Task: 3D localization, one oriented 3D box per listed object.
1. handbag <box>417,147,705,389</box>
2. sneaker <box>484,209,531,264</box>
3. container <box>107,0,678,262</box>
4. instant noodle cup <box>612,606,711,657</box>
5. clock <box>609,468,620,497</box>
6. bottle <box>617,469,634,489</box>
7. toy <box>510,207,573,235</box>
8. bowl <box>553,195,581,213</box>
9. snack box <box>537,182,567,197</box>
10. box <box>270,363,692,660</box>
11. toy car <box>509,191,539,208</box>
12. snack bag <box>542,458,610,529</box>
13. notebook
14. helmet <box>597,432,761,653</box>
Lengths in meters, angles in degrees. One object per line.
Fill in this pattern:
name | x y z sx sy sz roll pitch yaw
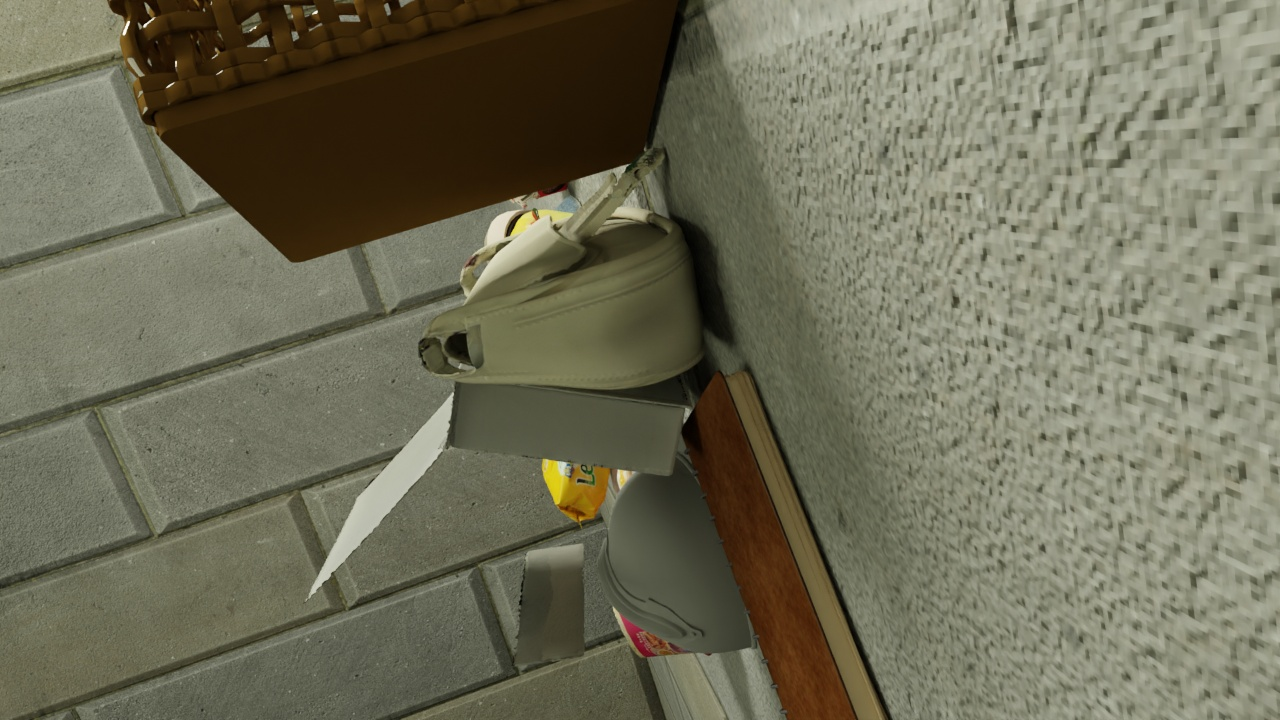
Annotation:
handbag | -0.058 -0.068 0.638 0.228 0.184 0.132 -91 -11 -73
sneaker | -0.161 -0.112 1.189 0.294 0.116 0.111 49 -135 -72
container | -0.139 -0.217 0.524 0.220 0.251 0.214 117 134 -79
instant noodle cup | 0.015 0.257 1.039 0.178 0.078 0.178 -20 -91 -84
clock | -0.012 0.137 1.187 0.117 0.057 0.083 -107 3 -55
bottle | 0.005 0.132 1.029 0.109 0.063 0.063 96 155 -73
toy | -0.090 -0.089 1.004 0.134 0.092 0.208 56 153 20
bowl | -0.087 -0.135 1.084 0.110 0.055 0.110 162 91 -82
snack box | -0.123 -0.280 1.066 0.152 0.036 0.132 119 132 -80
box | -0.122 0.078 0.710 0.165 0.330 0.167 47 -170 -16
toy car | -0.151 -0.223 1.127 0.039 0.039 0.113 51 -174 -35
snack bag | -0.072 0.070 1.154 0.159 0.068 0.247 -143 60 -72
notebook | 0.083 0.130 0.597 0.168 0.024 0.225 109 143 -71
helmet | 0.021 0.166 0.783 0.271 0.117 0.183 -127 20 -55
